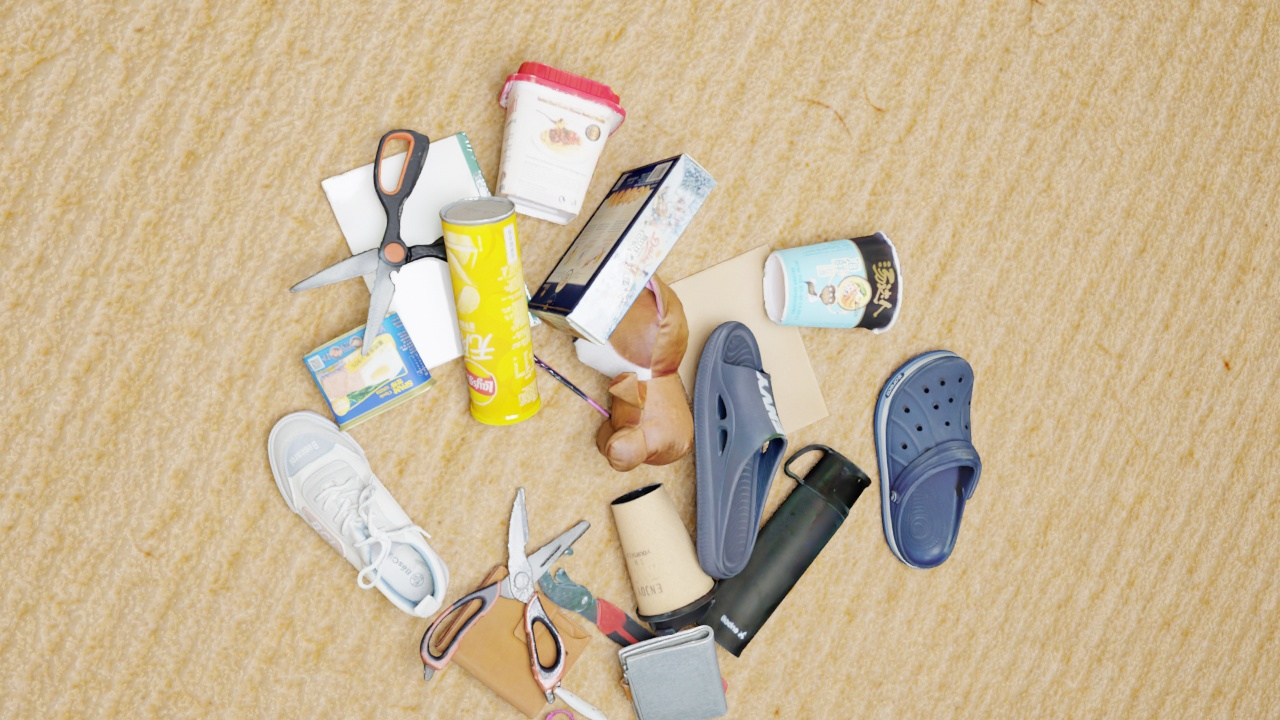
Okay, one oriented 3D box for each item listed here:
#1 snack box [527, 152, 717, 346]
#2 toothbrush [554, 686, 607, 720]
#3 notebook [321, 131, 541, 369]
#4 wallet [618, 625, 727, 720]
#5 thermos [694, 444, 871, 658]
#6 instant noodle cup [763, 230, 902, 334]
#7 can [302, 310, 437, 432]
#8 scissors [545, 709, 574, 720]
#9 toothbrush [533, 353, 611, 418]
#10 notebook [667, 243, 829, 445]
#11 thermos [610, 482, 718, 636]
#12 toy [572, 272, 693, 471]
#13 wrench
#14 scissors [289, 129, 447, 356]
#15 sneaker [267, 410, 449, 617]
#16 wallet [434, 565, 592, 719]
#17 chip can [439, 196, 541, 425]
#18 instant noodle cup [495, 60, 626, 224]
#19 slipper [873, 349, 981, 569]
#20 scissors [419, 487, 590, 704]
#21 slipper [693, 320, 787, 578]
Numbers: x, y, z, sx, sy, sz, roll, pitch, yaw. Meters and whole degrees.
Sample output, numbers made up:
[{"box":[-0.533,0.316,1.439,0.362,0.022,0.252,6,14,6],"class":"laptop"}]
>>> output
[{"box":[-0.025,-0.106,0.876,0.046,0.178,0.182,36,85,-19],"class":"snack box"},{"box":[-0.111,0.345,0.984,0.187,0.016,0.017,37,94,-13],"class":"toothbrush"},{"box":[-0.206,-0.106,0.923,0.150,0.012,0.209,-23,101,-12],"class":"notebook"},{"box":[0.033,0.341,0.982,0.106,0.037,0.130,-12,124,0],"class":"wallet"},{"box":[0.148,0.202,1.011,0.090,0.068,0.242,38,84,6],"class":"thermos"},{"box":[0.198,-0.078,0.973,0.120,0.111,0.111,-5,96,-10],"class":"instant noodle cup"},{"box":[-0.263,0.009,0.891,0.102,0.057,0.083,-26,98,3],"class":"can"},{"box":[-0.072,0.432,0.999,0.133,0.017,0.135,-14,102,-14],"class":"scissors"},{"box":[-0.097,0.010,0.954,0.189,0.014,0.018,40,95,-18],"class":"toothbrush"},{"box":[0.111,-0.005,1.009,0.147,0.008,0.208,-23,100,-10],"class":"notebook"},{"box":[0.021,0.207,0.968,0.093,0.093,0.143,-22,92,-11],"class":"thermos"},{"box":[-0.005,0.005,0.915,0.130,0.140,0.199,6,92,-11],"class":"toy"},{"box":[-0.010,0.294,1.003,0.273,0.016,0.056,41,85,-13],"class":"wrench"},{"box":[-0.224,-0.117,0.877,0.220,0.022,0.232,-5,84,-27],"class":"scissors"},{"box":[-0.275,0.155,0.890,0.089,0.091,0.242,-39,101,-9],"class":"sneaker"},{"box":[-0.130,0.292,0.956,0.132,0.031,0.107,42,74,-13],"class":"wallet"},{"box":[-0.141,-0.044,0.875,0.072,0.072,0.214,-10,120,-12],"class":"chip can"},{"box":[-0.087,-0.204,0.886,0.116,0.116,0.124,14,87,-14],"class":"instant noodle cup"},{"box":[0.325,0.116,1.028,0.105,0.095,0.253,1,98,-16],"class":"slipper"},{"box":[-0.133,0.242,0.937,0.188,0.015,0.223,-4,81,-21],"class":"scissors"},{"box":[0.114,0.094,0.945,0.110,0.083,0.268,2,91,-56],"class":"slipper"}]
